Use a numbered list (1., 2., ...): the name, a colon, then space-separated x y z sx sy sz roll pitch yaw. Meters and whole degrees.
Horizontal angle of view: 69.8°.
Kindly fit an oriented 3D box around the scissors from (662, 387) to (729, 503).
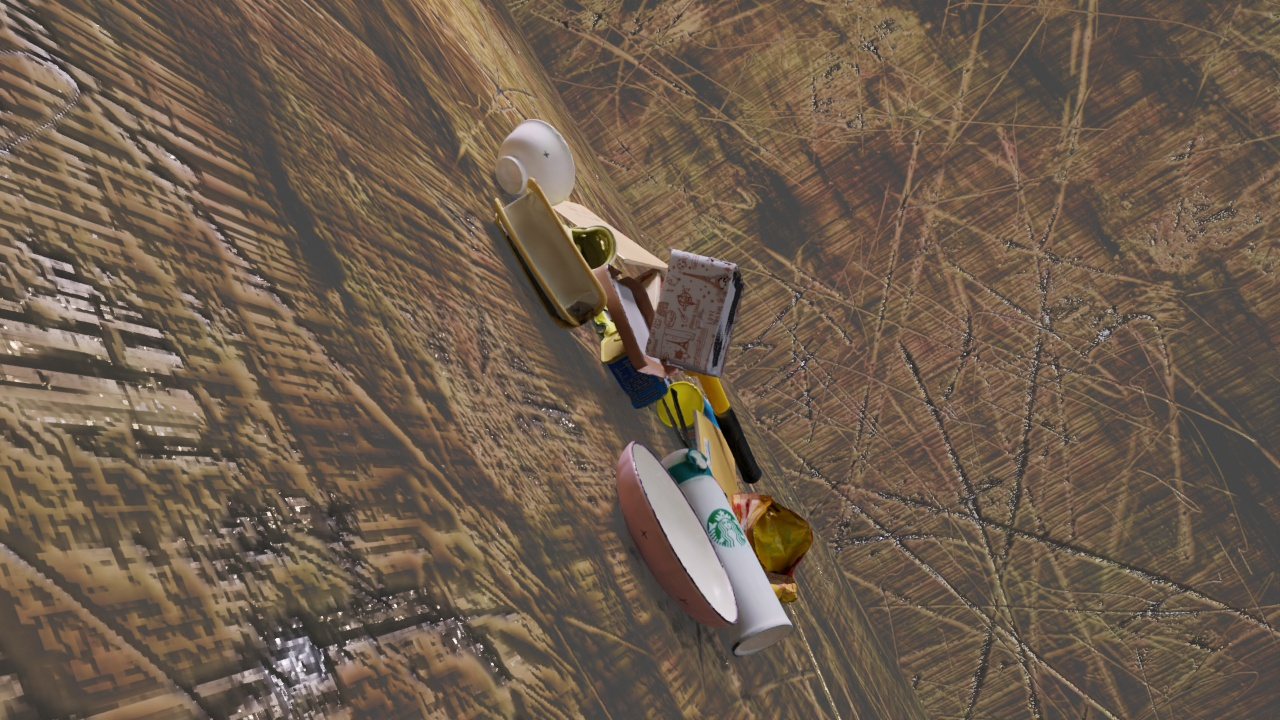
1. scissors: 0.071 0.138 1.115 0.189 0.015 0.225 80 -13 -45

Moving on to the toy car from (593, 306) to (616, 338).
1. toy car: -0.047 -0.056 1.290 0.048 0.032 0.105 49 11 -48

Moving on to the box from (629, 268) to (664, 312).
1. box: 0.011 -0.063 1.385 0.078 0.091 0.168 54 19 -23

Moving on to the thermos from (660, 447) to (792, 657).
1. thermos: 0.082 0.196 0.978 0.073 0.073 0.224 47 14 -56

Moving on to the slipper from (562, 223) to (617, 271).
1. slipper: -0.069 -0.141 1.245 0.190 0.082 0.091 -1 82 -80

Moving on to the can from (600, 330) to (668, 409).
1. can: -0.007 0.007 1.207 0.083 0.057 0.102 59 8 -18

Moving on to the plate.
1. plate: 0.027 0.168 0.861 0.192 0.039 0.192 57 8 -13

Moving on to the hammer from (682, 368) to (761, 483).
1. hammer: 0.120 0.070 1.344 0.128 0.033 0.301 -86 155 -52

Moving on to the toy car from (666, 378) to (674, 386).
1. toy car: 0.042 0.050 1.423 0.043 0.036 0.091 61 10 27

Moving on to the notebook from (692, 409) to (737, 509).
1. notebook: 0.114 0.164 1.338 0.206 0.010 0.145 41 42 -65

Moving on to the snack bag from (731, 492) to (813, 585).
1. snack bag: 0.157 0.229 1.177 0.208 0.073 0.128 123 -48 -78

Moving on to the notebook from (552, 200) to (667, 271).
1. notebook: -0.061 -0.199 1.412 0.208 0.008 0.147 38 17 25

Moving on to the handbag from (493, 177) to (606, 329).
1. handbag: -0.108 -0.111 1.067 0.163 0.063 0.179 59 -7 3

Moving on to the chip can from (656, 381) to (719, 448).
1. chip can: 0.091 0.096 1.420 0.071 0.071 0.210 62 9 25

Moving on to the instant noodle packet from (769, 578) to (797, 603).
1. instant noodle packet: 0.179 0.292 1.332 0.110 0.044 0.128 37 23 -60

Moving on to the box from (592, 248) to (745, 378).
1. box: 0.026 -0.053 1.117 0.166 0.150 0.182 16 -1 12

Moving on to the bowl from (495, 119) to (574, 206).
1. bowl: -0.152 -0.251 1.209 0.064 0.119 0.118 -35 95 -43
